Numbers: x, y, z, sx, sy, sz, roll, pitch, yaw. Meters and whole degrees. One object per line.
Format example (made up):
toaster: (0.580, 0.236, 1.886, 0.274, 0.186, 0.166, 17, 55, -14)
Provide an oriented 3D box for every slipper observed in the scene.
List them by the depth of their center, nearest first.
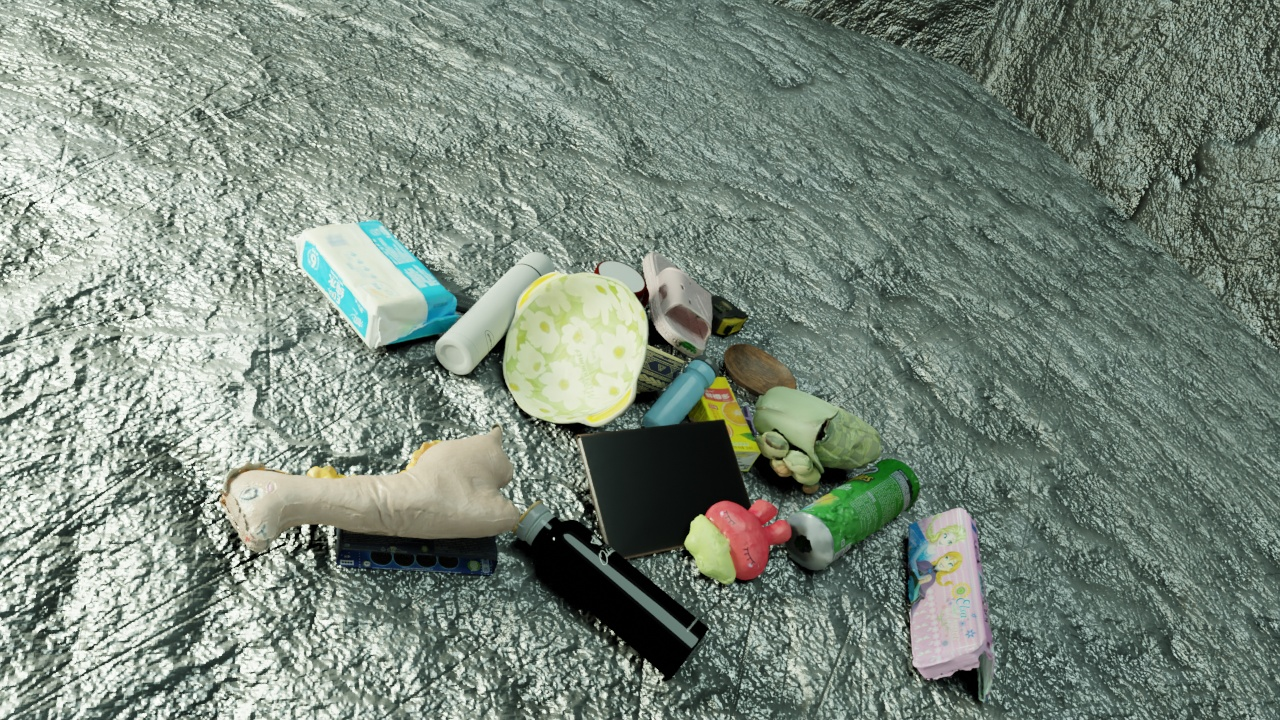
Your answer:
slipper: (0.060, -0.094, 1.335, 0.094, 0.064, 0.239, 34, 25, -30)

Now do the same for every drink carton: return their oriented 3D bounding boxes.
drink carton: (0.100, 0.080, 1.183, 0.058, 0.043, 0.134, 4, 43, -26)

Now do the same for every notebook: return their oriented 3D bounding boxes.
notebook: (0.035, 0.142, 1.043, 0.208, 0.008, 0.141, -3, 69, -36)

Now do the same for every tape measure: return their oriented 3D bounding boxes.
tape measure: (0.119, -0.070, 1.386, 0.067, 0.038, 0.062, 43, 38, 20)

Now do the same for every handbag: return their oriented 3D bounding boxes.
handbag: (0.224, 0.111, 1.173, 0.186, 0.117, 0.113, 26, -1, -44)

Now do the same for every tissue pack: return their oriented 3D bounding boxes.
tissue pack: (-0.324, -0.100, 1.113, 0.116, 0.066, 0.209, -19, 54, -45)

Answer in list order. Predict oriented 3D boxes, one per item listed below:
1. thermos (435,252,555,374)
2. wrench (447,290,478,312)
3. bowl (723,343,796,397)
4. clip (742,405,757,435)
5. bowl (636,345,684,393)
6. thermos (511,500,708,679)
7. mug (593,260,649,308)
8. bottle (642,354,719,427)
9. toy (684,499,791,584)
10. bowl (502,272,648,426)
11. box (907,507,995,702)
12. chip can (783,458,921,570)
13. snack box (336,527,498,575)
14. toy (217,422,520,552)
thermos: (-0.175, -0.066, 1.153, 0.052, 0.052, 0.223, 30, 43, 4)
wrench: (-0.169, -0.055, 1.200, 0.273, 0.018, 0.073, 18, 37, -11)
bowl: (0.166, 0.023, 1.310, 0.114, 0.026, 0.101, 35, 36, 11)
clip: (0.143, 0.081, 1.236, 0.036, 0.013, 0.053, 15, 39, -15)
bowl: (-0.007, 0.007, 1.177, 0.112, 0.061, 0.112, 23, 2, -1)
thermos: (-0.042, 0.213, 0.904, 0.231, 0.061, 0.061, 37, 36, 13)
mug: (-0.028, -0.085, 1.269, 0.105, 0.083, 0.073, -7, 48, -39)
bottle: (0.055, 0.041, 1.157, 0.040, 0.040, 0.129, 36, 65, 12)
toy: (0.110, 0.199, 1.026, 0.135, 0.045, 0.091, -14, 71, -31)
bowl: (-0.069, -0.008, 1.104, 0.219, 0.188, 0.060, 56, 8, 29)
box: (0.377, 0.290, 1.088, 0.096, 0.085, 0.229, 53, 29, -21)
chip can: (0.262, 0.186, 1.128, 0.222, 0.076, 0.075, -17, 54, -45)
snack box: (-0.215, 0.162, 0.887, 0.150, 0.027, 0.082, 11, 38, -23)
toy: (-0.246, 0.112, 0.862, 0.264, 0.065, 0.196, 7, 31, -17)
